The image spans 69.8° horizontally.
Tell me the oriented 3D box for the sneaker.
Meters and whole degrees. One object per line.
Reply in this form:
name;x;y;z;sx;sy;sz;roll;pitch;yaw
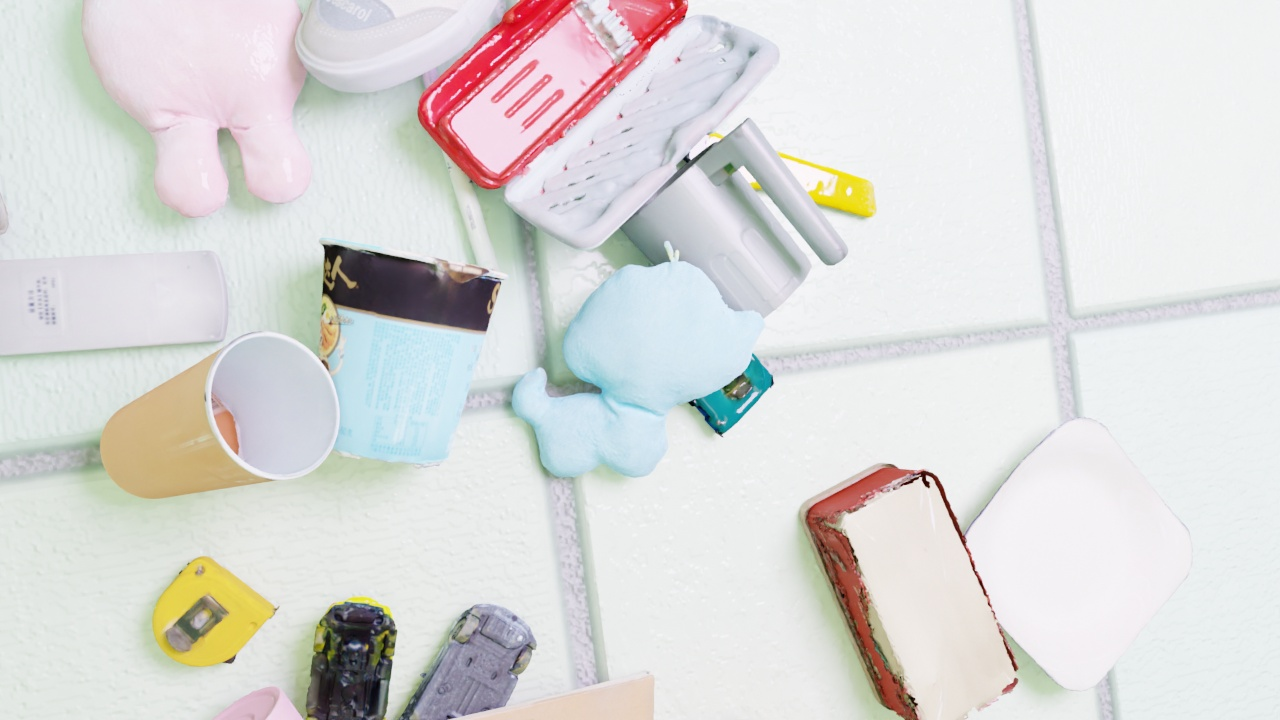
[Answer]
sneaker;-0.117;-0.264;0.540;0.089;0.091;0.241;31;74;14

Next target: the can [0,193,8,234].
can;-0.405;-0.081;0.493;0.093;0.066;0.066;-22;94;-14

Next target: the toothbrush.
toothbrush;-0.122;-0.138;0.590;0.029;0.020;0.189;-17;93;-9

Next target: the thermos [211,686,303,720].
thermos;-0.182;0.289;0.521;0.067;0.087;0.198;-28;103;-2

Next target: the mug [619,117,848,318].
mug;0.060;-0.082;0.584;0.103;0.124;0.083;49;54;-10

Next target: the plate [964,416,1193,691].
plate;0.319;0.142;0.687;0.163;0.034;0.164;-43;99;-12

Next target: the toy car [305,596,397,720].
toy car;-0.177;0.196;0.562;0.048;0.032;0.105;7;98;-13

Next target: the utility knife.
utility knife;0.100;-0.129;0.648;0.153;0.015;0.033;13;92;-14

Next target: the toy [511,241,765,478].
toy;-0.003;0.003;0.580;0.161;0.049;0.156;1;109;6

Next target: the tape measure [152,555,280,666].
tape measure;-0.257;0.152;0.544;0.060;0.029;0.057;42;80;-9

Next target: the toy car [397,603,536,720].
toy car;-0.113;0.211;0.575;0.054;0.037;0.120;34;74;-16

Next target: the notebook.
notebook;-0.052;0.316;0.577;0.149;0.012;0.211;-2;89;-32

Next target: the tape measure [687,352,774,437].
tape measure;0.058;0.015;0.629;0.058;0.025;0.054;-45;100;-12

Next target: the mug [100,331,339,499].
mug;-0.236;0.036;0.502;0.078;0.123;0.078;30;52;-49

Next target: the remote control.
remote control;-0.316;-0.034;0.538;0.135;0.019;0.056;-5;90;-14

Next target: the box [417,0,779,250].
box;-0.025;-0.174;0.587;0.160;0.065;0.200;41;73;5

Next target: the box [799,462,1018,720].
box;0.186;0.163;0.631;0.091;0.078;0.168;-25;94;-14

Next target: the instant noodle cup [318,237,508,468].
instant noodle cup;-0.143;-0.003;0.543;0.111;0.111;0.120;11;92;-14

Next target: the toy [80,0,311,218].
toy;-0.255;-0.165;0.540;0.121;0.054;0.159;-11;93;-16
